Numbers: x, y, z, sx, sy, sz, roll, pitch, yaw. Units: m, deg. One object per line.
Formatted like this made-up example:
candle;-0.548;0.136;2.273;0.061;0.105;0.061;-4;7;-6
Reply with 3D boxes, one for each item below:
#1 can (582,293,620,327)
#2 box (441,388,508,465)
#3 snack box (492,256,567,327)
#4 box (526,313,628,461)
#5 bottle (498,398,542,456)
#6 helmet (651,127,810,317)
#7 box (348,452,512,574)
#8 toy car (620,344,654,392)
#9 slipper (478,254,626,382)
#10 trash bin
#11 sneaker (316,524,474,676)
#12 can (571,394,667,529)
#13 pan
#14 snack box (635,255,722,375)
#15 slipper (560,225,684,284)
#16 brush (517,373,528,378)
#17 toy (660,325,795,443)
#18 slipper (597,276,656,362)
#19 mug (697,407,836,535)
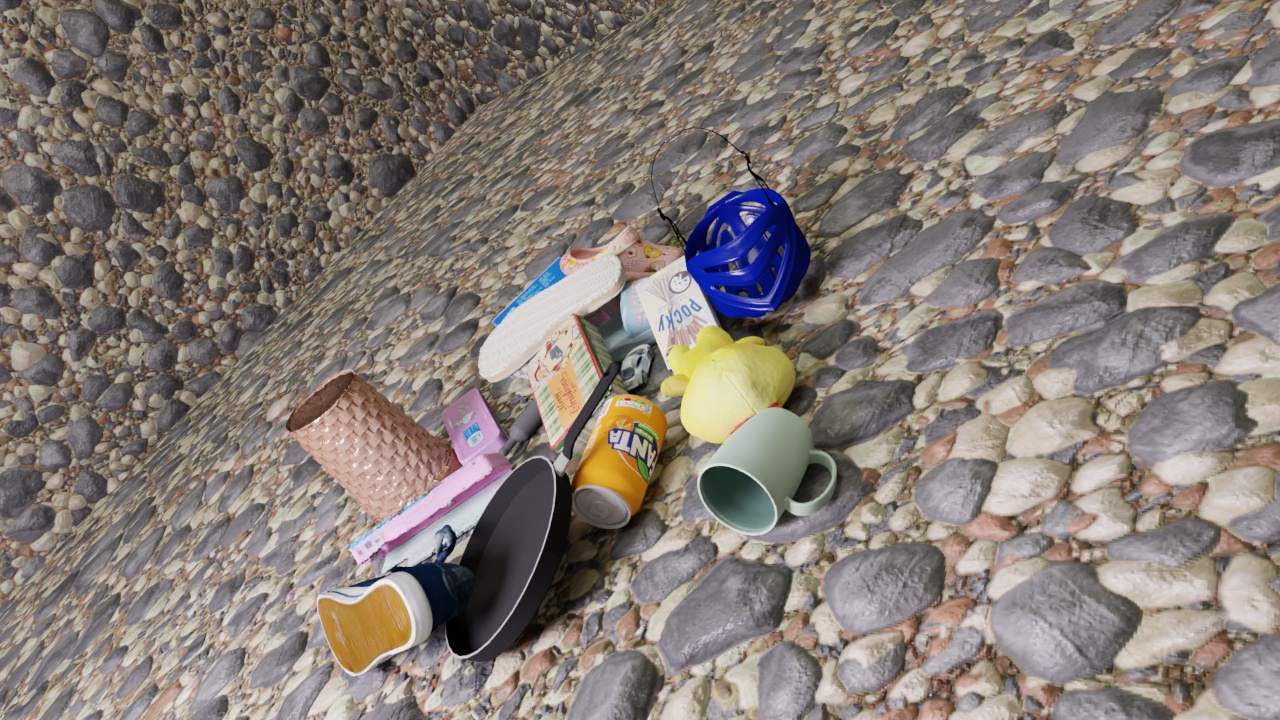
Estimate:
can;-0.070;-0.074;1.384;0.076;0.067;0.067;-26;29;26
box;-0.246;0.104;1.365;0.076;0.036;0.214;-38;26;-6
snack box;-0.174;-0.100;1.489;0.151;0.034;0.087;-45;2;-5
box;-0.086;0.029;1.201;0.118;0.050;0.205;-52;32;17
bottle;-0.159;0.089;1.280;0.030;0.030;0.112;1;46;52
helmet;0.105;-0.170;1.130;0.148;0.228;0.241;-32;30;14
box;-0.263;0.212;1.209;0.230;0.077;0.084;-35;-11;9
toy car;-0.007;0.007;1.219;0.039;0.027;0.089;-26;29;29
slipper;-0.126;-0.057;1.329;0.273;0.054;0.114;-36;45;20
trash bin;-0.373;0.123;1.296;0.151;0.210;0.151;-29;28;17
sneaker;-0.279;0.278;1.058;0.127;0.120;0.295;-17;-8;-44
can;-0.023;0.110;1.017;0.079;0.079;0.142;-20;32;34
pan;-0.107;0.156;0.973;0.356;0.034;0.225;-58;23;8
snack box;0.052;-0.058;1.183;0.082;0.026;0.150;-32;52;14
slipper;-0.025;-0.158;1.364;0.197;0.082;0.093;4;25;11
brush;-0.184;-0.008;1.438;0.075;0.055;0.136;-45;26;-24
toy;0.091;0.019;1.003;0.134;0.092;0.207;-36;24;-1
slipper;-0.015;-0.061;1.287;0.246;0.074;0.104;-33;27;14
mug;0.126;0.103;0.851;0.111;0.084;0.103;19;44;28
